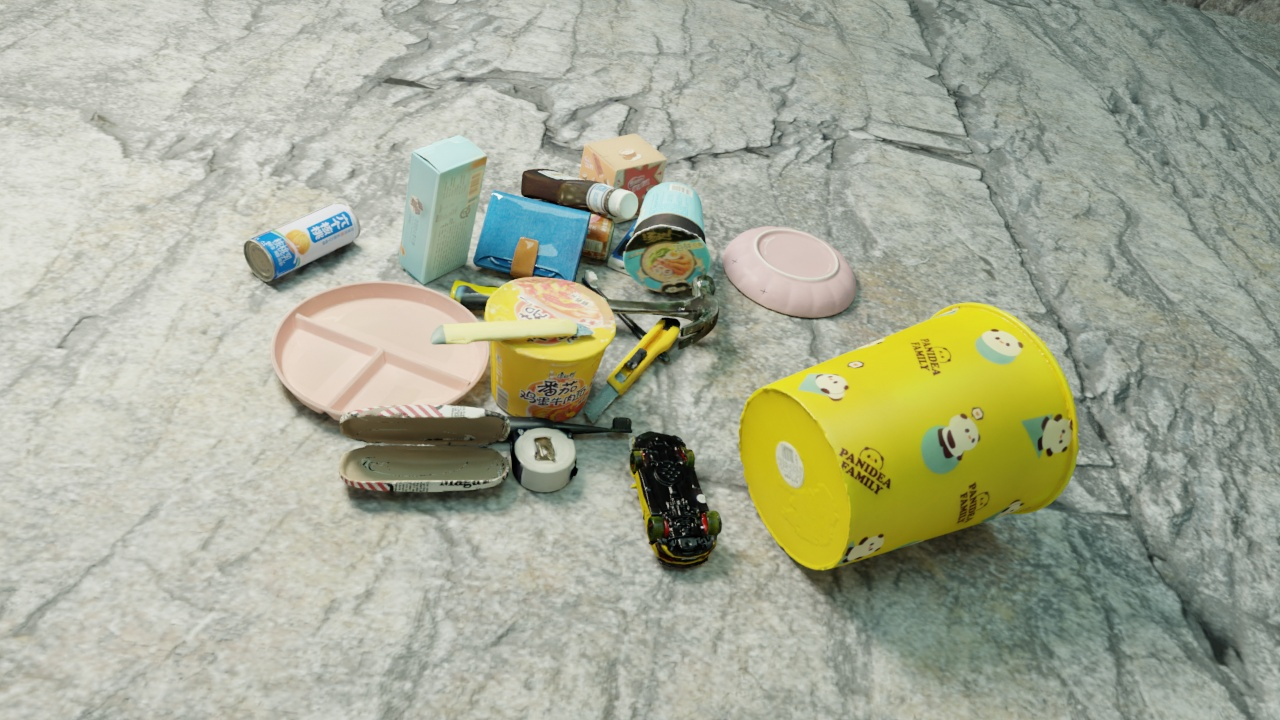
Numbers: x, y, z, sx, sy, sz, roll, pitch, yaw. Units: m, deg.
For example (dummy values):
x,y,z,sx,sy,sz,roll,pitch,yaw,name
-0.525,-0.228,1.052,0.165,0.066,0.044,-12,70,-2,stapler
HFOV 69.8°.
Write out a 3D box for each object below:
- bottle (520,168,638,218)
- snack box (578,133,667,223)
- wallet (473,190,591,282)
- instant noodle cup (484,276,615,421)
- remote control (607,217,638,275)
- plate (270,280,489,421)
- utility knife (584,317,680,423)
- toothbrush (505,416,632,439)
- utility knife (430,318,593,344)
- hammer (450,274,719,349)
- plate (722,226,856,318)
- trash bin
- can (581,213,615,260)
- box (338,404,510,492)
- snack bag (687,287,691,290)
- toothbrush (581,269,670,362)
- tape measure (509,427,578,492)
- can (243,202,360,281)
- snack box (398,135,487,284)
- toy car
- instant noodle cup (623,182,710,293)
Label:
x,y,z,sx,sy,sz,roll,pitch,yaw,name
-0.080,-0.226,1.244,0.079,0.044,0.195,-9,22,-42,bottle
-0.028,-0.259,1.311,0.092,0.095,0.077,-20,52,-34,snack box
-0.138,-0.154,1.171,0.133,0.040,0.106,14,82,2,wallet
-0.102,-0.006,0.992,0.138,0.110,0.137,7,41,-7,instant noodle cup
0.001,-0.159,1.260,0.049,0.024,0.124,23,46,10,remote control
-0.283,-0.009,1.007,0.229,0.028,0.229,7,41,-6,plate
-0.006,0.006,1.066,0.033,0.015,0.208,27,46,15,utility knife
-0.111,0.070,0.966,0.212,0.026,0.027,1,87,-15,toothbrush
-0.127,-0.030,0.914,0.167,0.018,0.031,-7,50,-19,utility knife
-0.065,-0.067,1.107,0.323,0.032,0.126,3,36,-4,hammer
0.212,-0.135,1.280,0.192,0.039,0.192,8,41,-7,plate
0.254,0.081,0.920,0.254,0.230,0.229,-15,48,-22,trash bin
-0.110,-0.176,1.222,0.147,0.058,0.057,13,41,-2,can
-0.208,0.093,0.889,0.162,0.076,0.088,1,64,-16,box
0.065,-0.129,1.242,0.045,0.026,0.105,-3,44,-22,snack bag
-0.019,-0.056,1.146,0.015,0.018,0.181,-14,49,-39,toothbrush
-0.098,0.100,0.932,0.065,0.034,0.066,-2,43,-16,tape measure
-0.406,-0.146,1.107,0.053,0.053,0.134,31,44,19,can
-0.239,-0.179,1.100,0.051,0.175,0.074,39,45,18,snack box
0.031,0.135,0.921,0.071,0.041,0.155,-1,45,-17,toy car
0.038,-0.168,1.201,0.111,0.111,0.120,11,46,-4,instant noodle cup
